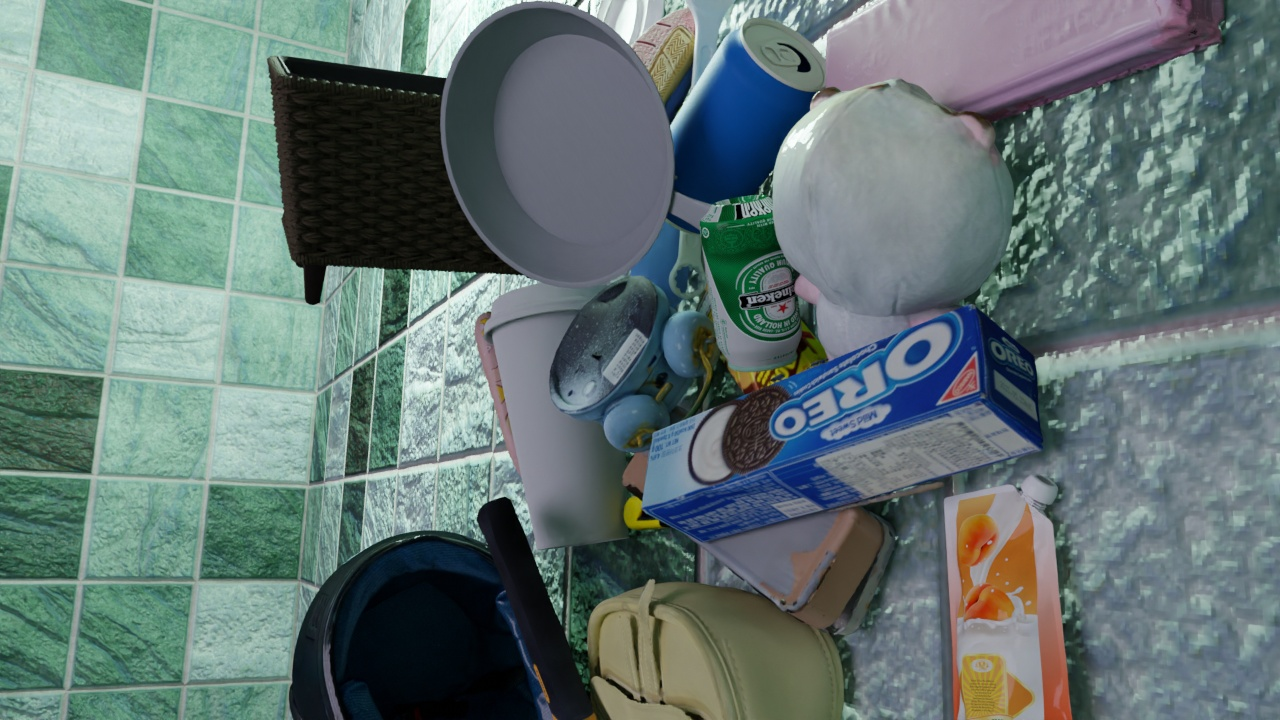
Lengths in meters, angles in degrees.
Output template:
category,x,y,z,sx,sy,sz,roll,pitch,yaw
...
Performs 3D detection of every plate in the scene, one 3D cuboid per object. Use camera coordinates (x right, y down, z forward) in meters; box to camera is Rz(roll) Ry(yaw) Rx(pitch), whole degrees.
category,x,y,z,sx,sy,sz,roll,pitch,yaw
plate,-0.017,-0.331,0.917,0.157,0.014,0.156,-22,65,60

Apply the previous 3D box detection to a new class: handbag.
category,x,y,z,sx,sy,sz,roll,pitch,yaw
handbag,0.030,0.232,0.618,0.233,0.088,0.191,9,98,64

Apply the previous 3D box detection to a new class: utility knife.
category,x,y,z,sx,sy,sz,roll,pitch,yaw
utility knife,0.046,0.110,0.690,0.214,0.020,0.028,-21,65,56

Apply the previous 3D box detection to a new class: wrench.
category,x,y,z,sx,sy,sz,roll,pitch,yaw
wrench,0.047,-0.186,0.731,0.009,0.047,0.273,-175,90,-71

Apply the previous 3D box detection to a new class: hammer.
category,x,y,z,sx,sy,sz,roll,pitch,yaw
hammer,-0.059,0.253,0.696,0.312,0.035,0.140,65,153,18

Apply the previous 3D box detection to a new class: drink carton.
category,x,y,z,sx,sy,sz,roll,pitch,yaw
drink carton,0.172,0.118,0.434,0.069,0.038,0.122,-32,50,57

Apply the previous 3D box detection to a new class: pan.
category,x,y,z,sx,sy,sz,roll,pitch,yaw
pan,0.006,-0.118,0.630,0.357,0.050,0.201,26,124,21

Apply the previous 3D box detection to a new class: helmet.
category,x,y,z,sx,sy,sz,roll,pitch,yaw
helmet,-0.178,0.317,0.850,0.316,0.248,0.237,54,150,20

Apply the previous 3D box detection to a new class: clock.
category,x,y,z,sx,sy,sz,roll,pitch,yaw
clock,-0.004,0.004,0.672,0.118,0.060,0.162,-55,33,2

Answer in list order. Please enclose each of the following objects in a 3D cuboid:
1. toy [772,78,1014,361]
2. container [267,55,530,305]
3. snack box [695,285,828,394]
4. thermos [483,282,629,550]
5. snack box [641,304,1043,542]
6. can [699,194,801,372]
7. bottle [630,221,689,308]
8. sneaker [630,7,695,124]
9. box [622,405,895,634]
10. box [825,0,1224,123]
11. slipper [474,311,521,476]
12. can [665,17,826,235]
category,x,y,z,sx,sy,sz,roll,pitch,yaw
toy,0.129,-0.057,0.494,0.139,0.101,0.180,27,132,46
container,-0.198,-0.169,0.917,0.176,0.320,0.205,-136,51,-57
snack box,0.083,-0.014,0.636,0.061,0.025,0.148,-68,31,29
thermos,-0.064,0.051,0.815,0.132,0.131,0.221,-27,67,58
snack box,0.096,0.044,0.498,0.227,0.059,0.059,-25,42,43
can,0.067,-0.047,0.558,0.053,0.053,0.101,21,124,62
bottle,0.016,-0.072,0.756,0.048,0.048,0.131,6,90,63
sneaker,-0.005,-0.191,0.808,0.242,0.091,0.116,-52,42,15
box,0.066,0.094,0.597,0.081,0.062,0.216,-60,32,-1
box,0.180,-0.169,0.480,0.233,0.037,0.098,-9,80,62
slipper,-0.105,0.037,0.931,0.093,0.081,0.197,60,-170,-84
can,0.064,-0.160,0.650,0.146,0.078,0.078,-52,40,45
